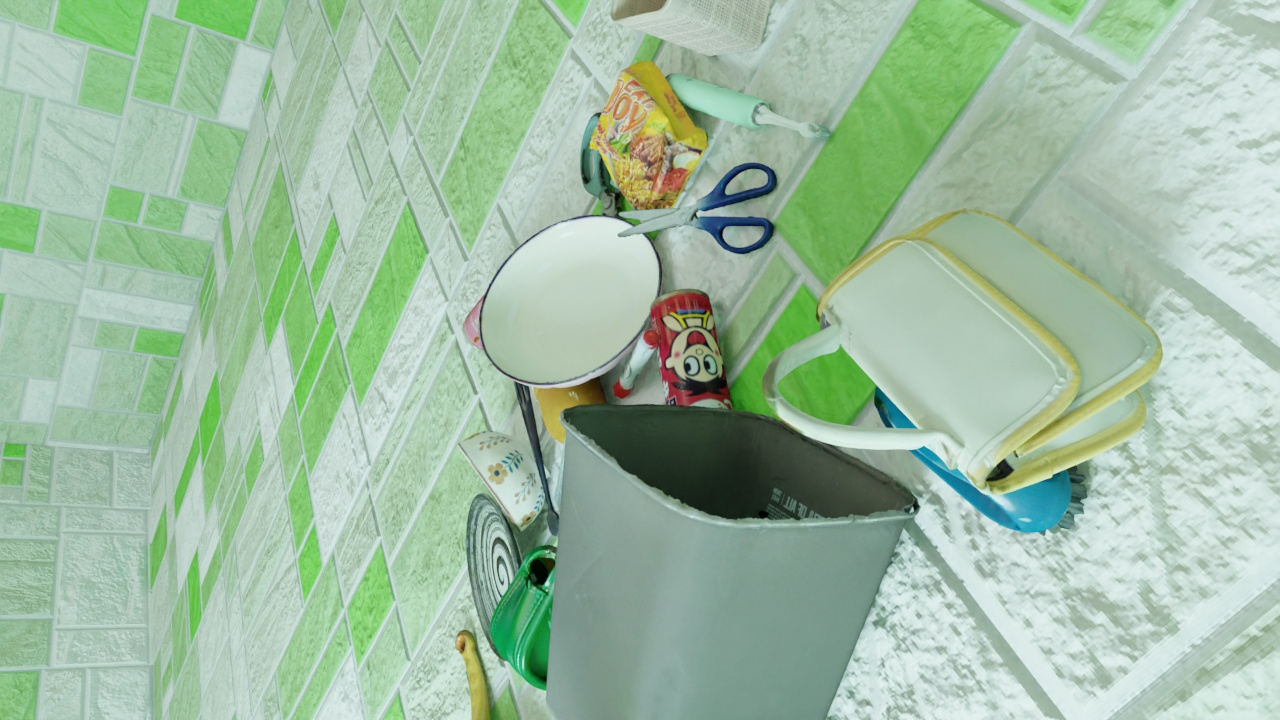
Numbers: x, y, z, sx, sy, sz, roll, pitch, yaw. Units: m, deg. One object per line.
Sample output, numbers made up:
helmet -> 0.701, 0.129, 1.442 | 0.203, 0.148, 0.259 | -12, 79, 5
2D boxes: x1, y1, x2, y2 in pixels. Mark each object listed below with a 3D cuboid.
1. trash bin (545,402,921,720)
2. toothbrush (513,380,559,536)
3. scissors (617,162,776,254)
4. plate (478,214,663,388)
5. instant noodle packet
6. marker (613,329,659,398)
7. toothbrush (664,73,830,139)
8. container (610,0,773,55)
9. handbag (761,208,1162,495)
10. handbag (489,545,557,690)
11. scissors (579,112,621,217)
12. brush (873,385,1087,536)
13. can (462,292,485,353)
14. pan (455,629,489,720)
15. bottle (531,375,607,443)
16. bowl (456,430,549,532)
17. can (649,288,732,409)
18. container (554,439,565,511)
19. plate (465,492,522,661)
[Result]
trash bin -> 0.044, 0.161, 0.625 | 0.199, 0.198, 0.220 | 29, 113, 55
toothbrush -> -0.104, 0.089, 0.929 | 0.016, 0.018, 0.181 | -13, 92, 27
scissors -> 0.046, -0.117, 0.798 | 0.173, 0.012, 0.132 | -34, 61, 31
plate -> -0.063, -0.052, 0.883 | 0.193, 0.039, 0.192 | -12, 57, 19
instant noodle packet -> 0.003, -0.206, 0.862 | 0.128, 0.044, 0.111 | 59, 135, 29
marker -> -0.005, 0.005, 0.813 | 0.145, 0.017, 0.017 | 119, 149, -68
toothbrush -> 0.083, -0.218, 0.789 | 0.224, 0.027, 0.026 | 39, 126, 51
container -> 0.050, -0.320, 0.788 | 0.090, 0.110, 0.090 | 18, 96, 55
handbag -> 0.161, -0.001, 0.505 | 0.163, 0.178, 0.063 | 57, 169, 44
handbag -> -0.056, 0.216, 0.787 | 0.068, 0.131, 0.120 | 32, 104, 49
scissors -> -0.022, -0.192, 0.937 | 0.144, 0.019, 0.179 | -32, 56, 46
brush -> 0.188, 0.046, 0.539 | 0.055, 0.073, 0.144 | -62, 38, 18
can -> -0.147, -0.069, 1.044 | 0.148, 0.057, 0.057 | -43, 49, 40
pan -> -0.151, 0.429, 0.940 | 0.198, 0.078, 0.357 | -56, 48, 25
bottle -> -0.075, 0.020, 0.914 | 0.068, 0.068, 0.189 | -52, 44, 34
bowl -> -0.136, 0.116, 0.963 | 0.062, 0.113, 0.113 | -36, 36, -14
can -> 0.043, 0.010, 0.765 | 0.053, 0.053, 0.132 | -36, 54, 44
container -> -0.021, 0.108, 0.784 | 0.111, 0.090, 0.090 | -146, 66, -70
plate -> -0.150, 0.228, 0.980 | 0.179, 0.024, 0.179 | 21, 113, 60
